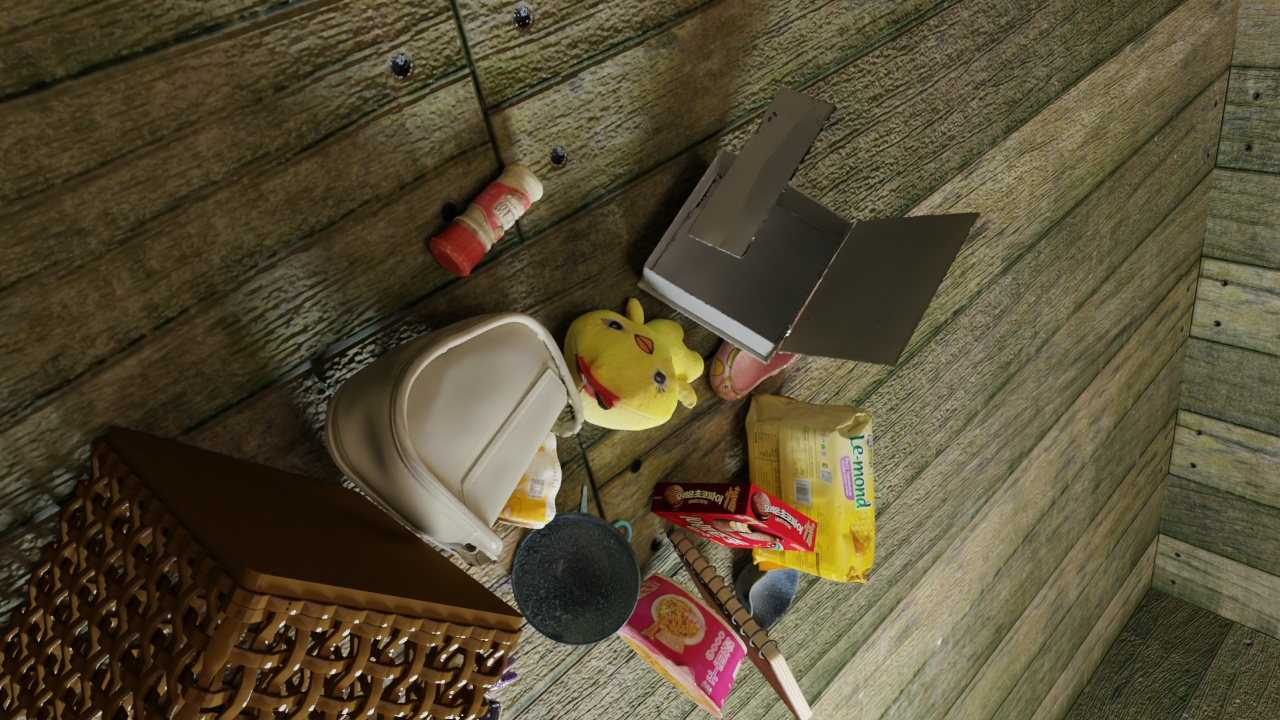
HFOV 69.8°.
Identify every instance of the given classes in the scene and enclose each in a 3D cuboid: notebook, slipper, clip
[{"bbox_3d":[0.115,0.309,1.084,0.024,0.225,0.167,-34,130,-9],"label":"notebook"},{"bbox_3d":[0.164,-0.028,1.103,0.197,0.081,0.093,-53,137,-13],"label":"slipper"},{"bbox_3d":[-0.153,0.337,0.976,0.051,0.013,0.032,-18,117,-37],"label":"clip"}]

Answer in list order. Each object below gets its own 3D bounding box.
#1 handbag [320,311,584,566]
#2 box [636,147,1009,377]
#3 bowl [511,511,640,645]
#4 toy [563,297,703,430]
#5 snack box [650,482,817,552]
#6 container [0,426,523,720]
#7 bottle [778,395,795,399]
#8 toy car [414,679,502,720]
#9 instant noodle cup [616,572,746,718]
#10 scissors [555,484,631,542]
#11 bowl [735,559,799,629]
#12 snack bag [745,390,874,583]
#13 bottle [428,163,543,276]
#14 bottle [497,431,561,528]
[{"bbox_3d":[-0.155,0.054,0.770,0.184,0.132,0.228,62,34,-23],"label":"handbag"},{"bbox_3d":[0.158,-0.096,0.873,0.165,0.331,0.167,40,75,-33],"label":"box"},{"bbox_3d":[-0.062,0.224,0.964,0.057,0.137,0.137,4,105,-79],"label":"bowl"},{"bbox_3d":[-0.006,0.005,0.929,0.207,0.134,0.092,-24,164,-47],"label":"toy"},{"bbox_3d":[0.112,0.185,1.085,0.152,0.133,0.035,34,61,-43],"label":"snack box"},{"bbox_3d":[-0.267,0.208,0.626,0.219,0.252,0.214,29,85,-48],"label":"container"},{"bbox_3d":[0.183,0.107,1.210,0.036,0.036,0.119,-12,115,-43],"label":"bottle"},{"bbox_3d":[-0.183,0.347,0.929,0.113,0.039,0.039,54,41,-44],"label":"toy car"},{"bbox_3d":[0.046,0.315,1.044,0.077,0.179,0.179,-47,134,-18],"label":"instant noodle cup"},{"bbox_3d":[-0.051,0.198,1.024,0.129,0.015,0.135,-10,116,-42],"label":"scissors"},{"bbox_3d":[0.166,0.310,1.261,0.110,0.055,0.110,-19,119,-39],"label":"bowl"},{"bbox_3d":[0.206,0.164,1.142,0.068,0.160,0.247,-24,113,-50],"label":"snack bag"},{"bbox_3d":[-0.131,-0.122,0.788,0.109,0.044,0.044,-50,135,-19],"label":"bottle"},{"bbox_3d":[-0.107,0.106,0.892,0.063,0.063,0.108,16,80,-48],"label":"bottle"}]
